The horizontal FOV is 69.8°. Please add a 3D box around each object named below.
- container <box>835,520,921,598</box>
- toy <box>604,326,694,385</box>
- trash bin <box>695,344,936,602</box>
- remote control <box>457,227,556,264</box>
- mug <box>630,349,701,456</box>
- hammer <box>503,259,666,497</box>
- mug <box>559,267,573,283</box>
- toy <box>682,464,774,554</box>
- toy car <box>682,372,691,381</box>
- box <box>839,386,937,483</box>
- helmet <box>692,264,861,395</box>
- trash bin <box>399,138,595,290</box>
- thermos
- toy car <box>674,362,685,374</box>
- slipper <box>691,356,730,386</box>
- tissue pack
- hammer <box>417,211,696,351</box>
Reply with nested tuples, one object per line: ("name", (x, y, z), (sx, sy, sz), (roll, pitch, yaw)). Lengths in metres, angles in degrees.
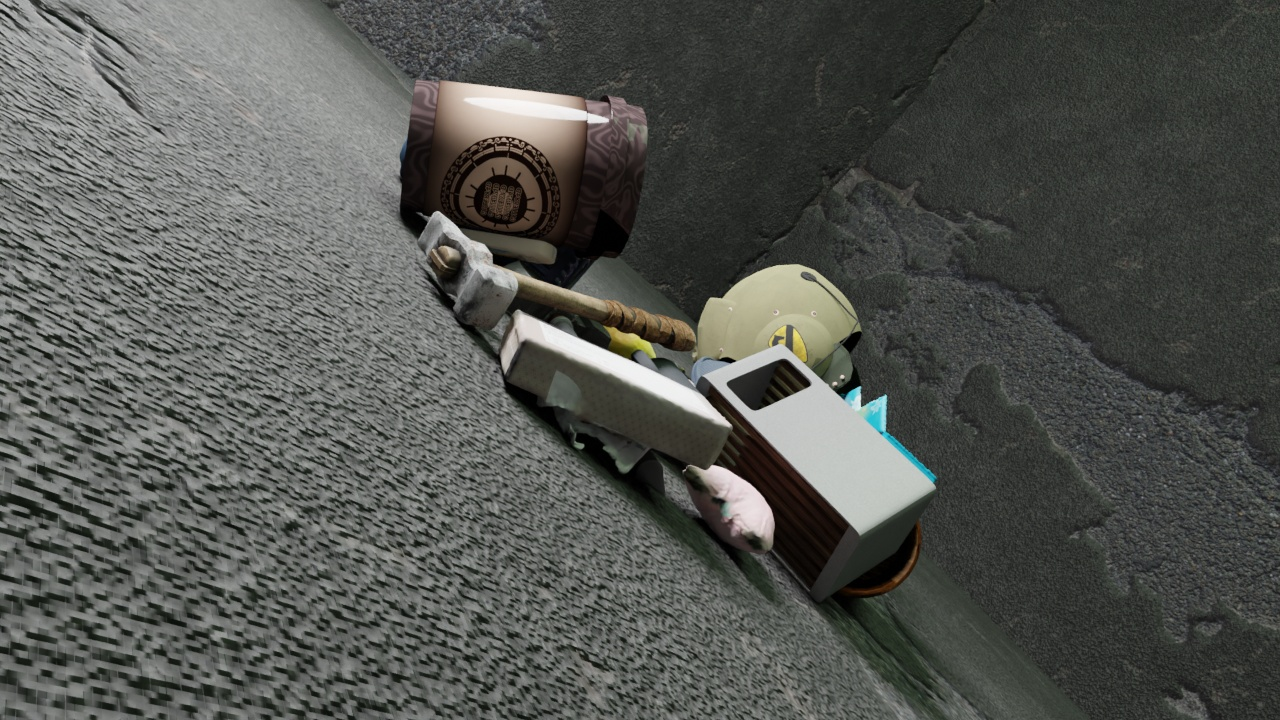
("container", (0.254, 0.206, 1.069), (0.132, 0.132, 0.167), (45, 1, 19))
("toy", (-0.006, 0.006, 1.052), (0.137, 0.067, 0.106), (43, -20, -31))
("trash bin", (0.162, 0.108, 0.941), (0.114, 0.115, 0.229), (-21, 53, -34))
("remote control", (-0.147, -0.118, 0.939), (0.126, 0.018, 0.038), (12, -7, 13))
("mug", (0.019, 0.034, 0.915), (0.077, 0.071, 0.105), (51, -10, 51))
("hammer", (-0.041, 0.023, 0.850), (0.156, 0.043, 0.322), (38, 11, -38))
("mug", (-0.115, -0.132, 1.223), (0.075, 0.076, 0.112), (40, 7, -27))
("toy", (0.084, 0.132, 0.809), (0.099, 0.053, 0.096), (44, 4, 21))
("toy car", (0.045, 0.043, 1.173), (0.051, 0.049, 0.100), (41, 7, -16))
("box", (0.261, 0.134, 1.201), (0.083, 0.228, 0.172), (-12, 73, -32))
("helmet", (0.192, -0.010, 1.321), (0.233, 0.256, 0.250), (47, 8, 18))
("trash bin", (-0.159, -0.194, 1.099), (0.249, 0.139, 0.139), (41, 7, -4))
("thermos", (-0.124, -0.201, 0.945), (0.226, 0.173, 0.172), (7, 17, -14))
("toy car", (0.069, 0.052, 1.301), (0.105, 0.033, 0.048), (57, 6, -19))
("slipper", (0.128, 0.070, 1.110), (0.101, 0.083, 0.263), (40, 23, -31))
("tissue pack", (-0.026, 0.032, 0.722), (0.181, 0.071, 0.104), (28, 10, -19))
("hammer", (-0.059, -0.053, 0.853), (0.318, 0.049, 0.121), (15, 26, -46))
